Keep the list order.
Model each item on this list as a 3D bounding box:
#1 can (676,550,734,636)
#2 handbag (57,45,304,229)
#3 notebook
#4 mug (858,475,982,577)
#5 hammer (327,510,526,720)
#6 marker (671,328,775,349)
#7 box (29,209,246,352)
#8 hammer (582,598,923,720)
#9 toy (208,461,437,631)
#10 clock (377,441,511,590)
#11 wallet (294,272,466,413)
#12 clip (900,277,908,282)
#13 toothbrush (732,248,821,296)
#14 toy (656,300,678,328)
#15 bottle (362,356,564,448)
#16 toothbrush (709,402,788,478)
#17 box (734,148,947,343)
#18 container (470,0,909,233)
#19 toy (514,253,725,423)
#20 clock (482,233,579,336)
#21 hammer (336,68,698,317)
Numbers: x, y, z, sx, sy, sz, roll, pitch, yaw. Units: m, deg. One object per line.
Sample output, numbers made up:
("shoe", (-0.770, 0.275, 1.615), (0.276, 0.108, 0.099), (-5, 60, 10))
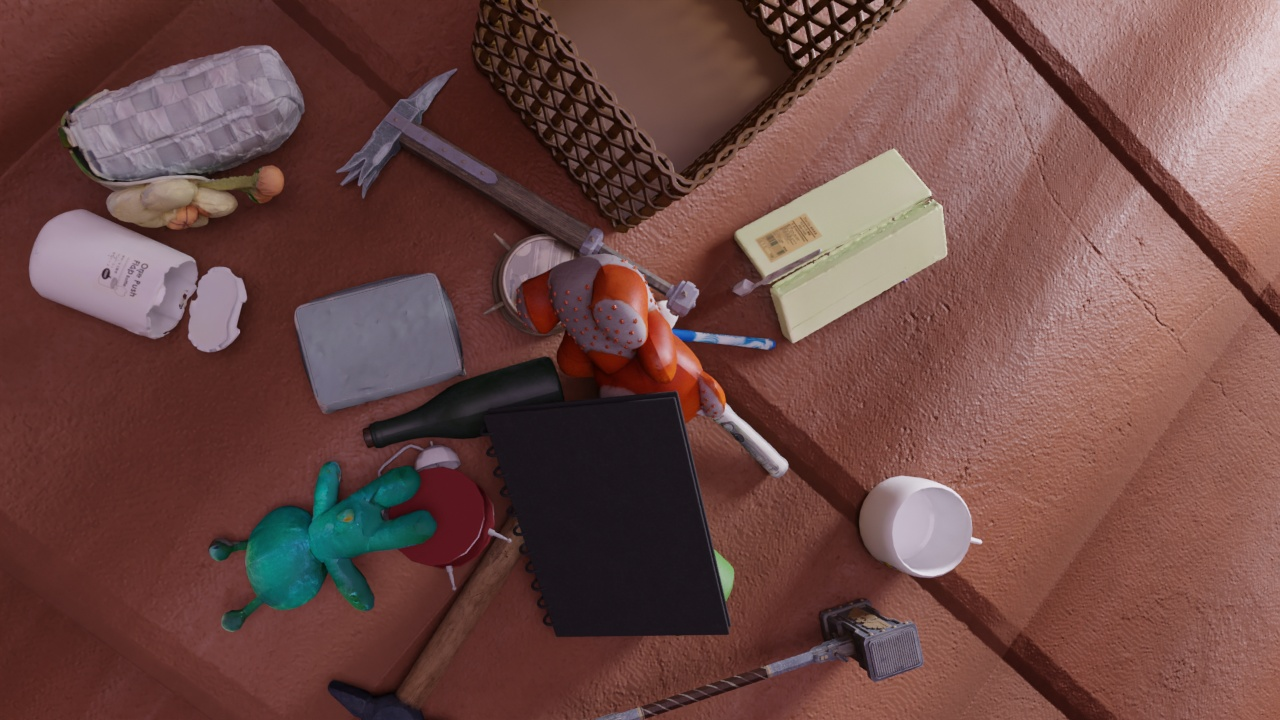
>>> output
("can", (0.009, 0.174, 0.833), (0.144, 0.083, 0.083), (44, 80, -10))
("handbag", (-0.347, -0.173, 0.732), (0.171, 0.113, 0.123), (-28, 95, -14))
("notebook", (-0.028, 0.137, 0.763), (0.169, 0.019, 0.232), (-6, 115, 17))
("mug", (0.279, 0.165, 0.907), (0.115, 0.068, 0.094), (15, 86, -13))
("hammer", (-0.141, 0.200, 0.822), (0.129, 0.040, 0.321), (34, 81, -7))
("marker", (0.064, -0.021, 0.883), (0.141, 0.013, 0.013), (6, 88, -14))
("box", (-0.393, -0.059, 0.740), (0.160, 0.092, 0.081), (24, 81, -5))
("hammer", (0.092, 0.295, 0.845), (0.321, 0.098, 0.044), (-13, 93, -14))
("toy", (-0.264, 0.149, 0.758), (0.193, 0.072, 0.130), (-25, 72, 6))
("clock", (-0.178, 0.129, 0.797), (0.087, 0.044, 0.124), (-41, 74, -8))
("wallet", (-0.224, -0.016, 0.793), (0.131, 0.054, 0.100), (-14, 84, -12))
("clip", (0.244, -0.091, 0.929), (0.045, 0.014, 0.050), (-36, 96, -11))
("toothbrush", (0.116, -0.078, 0.809), (0.010, 0.182, 0.010), (26, 78, -10))
("toy", (-0.005, 0.005, 0.851), (0.076, 0.037, 0.125), (-1, 109, -19))
("bottle", (-0.156, 0.044, 0.808), (0.174, 0.055, 0.055), (-16, 94, -12))
("toothbrush", (0.075, 0.049, 0.864), (0.185, 0.022, 0.024), (43, 49, -23))
("box", (0.200, -0.112, 0.888), (0.188, 0.061, 0.133), (-27, 94, -6))
("container", (0.026, -0.280, 0.770), (0.251, 0.214, 0.219), (-43, 99, -11))
("toy", (-0.015, -0.005, 0.758), (0.172, 0.164, 0.092), (51, 61, -29))
("clock", (-0.068, -0.067, 0.829), (0.140, 0.055, 0.093), (8, 87, -12))
("hammer", (-0.086, -0.132, 0.798), (0.317, 0.028, 0.146), (31, 71, 3))
